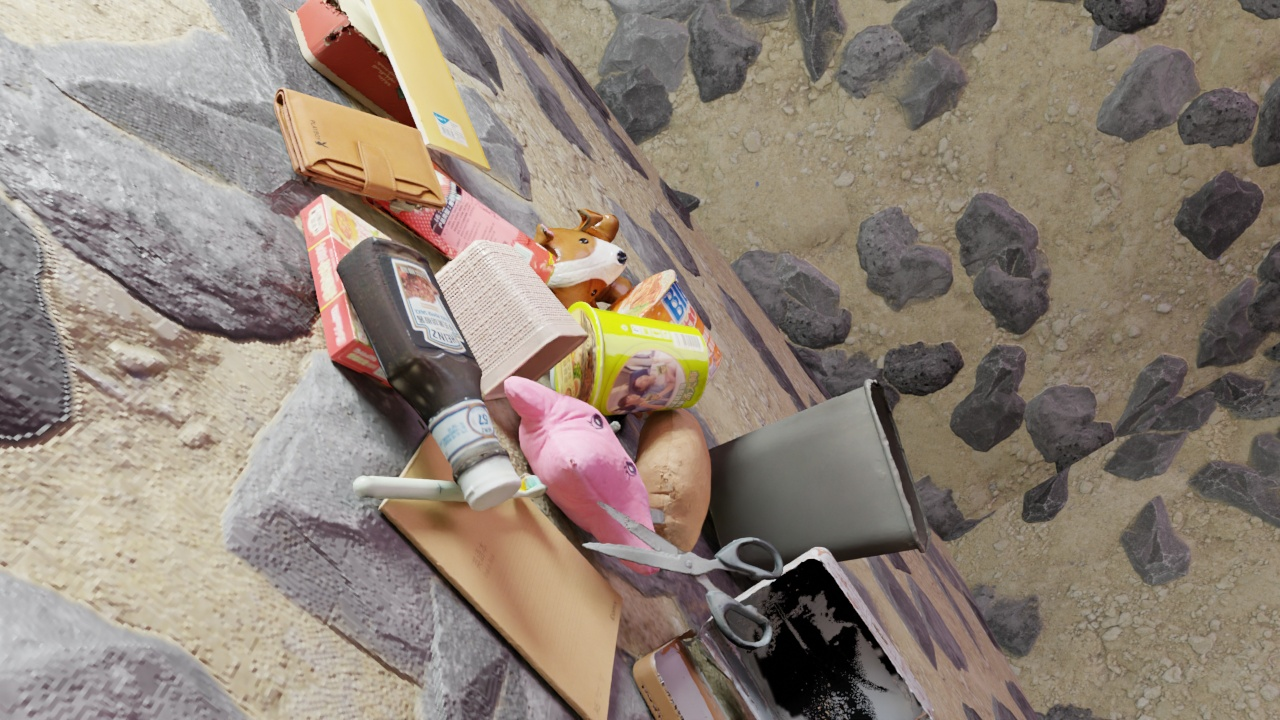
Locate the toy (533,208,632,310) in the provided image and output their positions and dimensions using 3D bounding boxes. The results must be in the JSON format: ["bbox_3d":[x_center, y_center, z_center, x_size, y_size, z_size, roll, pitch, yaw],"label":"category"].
[{"bbox_3d":[-0.069,-0.108,1.078,0.199,0.131,0.140,-23,101,-68],"label":"toy"}]

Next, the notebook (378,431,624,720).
[{"bbox_3d":[-0.086,0.142,0.641,0.211,0.012,0.149,50,15,-14],"label":"notebook"}]

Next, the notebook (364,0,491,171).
[{"bbox_3d":[-0.224,-0.300,0.947,0.206,0.010,0.145,66,14,5],"label":"notebook"}]

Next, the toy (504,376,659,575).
[{"bbox_3d":[-0.043,0.092,0.749,0.194,0.074,0.178,53,-1,5],"label":"toy"}]

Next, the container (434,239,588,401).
[{"bbox_3d":[-0.121,-0.037,0.791,0.111,0.090,0.089,53,14,8],"label":"container"}]

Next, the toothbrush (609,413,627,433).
[{"bbox_3d":[-0.019,0.059,1.042,0.015,0.018,0.181,48,13,-2],"label":"toothbrush"}]

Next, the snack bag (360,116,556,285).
[{"bbox_3d":[-0.178,-0.132,0.882,0.208,0.073,0.128,38,31,-29],"label":"snack bag"}]

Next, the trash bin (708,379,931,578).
[{"bbox_3d":[0.202,0.146,1.073,0.198,0.220,0.198,11,62,-69],"label":"trash bin"}]

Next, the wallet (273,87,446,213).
[{"bbox_3d":[-0.237,-0.176,0.781,0.131,0.031,0.107,9,45,-43],"label":"wallet"}]

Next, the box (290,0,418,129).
[{"bbox_3d":[-0.273,-0.318,0.965,0.168,0.077,0.091,33,26,-56],"label":"box"}]

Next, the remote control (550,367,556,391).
[{"bbox_3d":[-0.016,0.010,0.928,0.150,0.058,0.021,6,9,-18],"label":"remote control"}]

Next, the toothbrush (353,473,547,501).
[{"bbox_3d":[-0.121,0.084,0.606,0.189,0.029,0.020,16,81,-63],"label":"toothbrush"}]

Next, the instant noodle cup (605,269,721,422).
[{"bbox_3d":[0.011,-0.011,1.018,0.111,0.151,0.151,50,15,-15],"label":"instant noodle cup"}]

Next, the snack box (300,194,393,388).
[{"bbox_3d":[-0.203,-0.049,0.673,0.075,0.025,0.152,37,22,-51],"label":"snack box"}]

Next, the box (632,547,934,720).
[{"bbox_3d":[0.128,0.267,0.743,0.180,0.158,0.205,59,15,15],"label":"box"}]

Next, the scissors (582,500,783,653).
[{"bbox_3d":[0.042,0.156,0.701,0.165,0.014,0.163,-24,83,-35],"label":"scissors"}]

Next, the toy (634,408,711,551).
[{"bbox_3d":[0.033,0.111,0.931,0.225,0.082,0.143,-59,154,-76],"label":"toy"}]

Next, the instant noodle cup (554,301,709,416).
[{"bbox_3d":[-0.005,0.005,0.868,0.123,0.112,0.111,3,42,-26],"label":"instant noodle cup"}]

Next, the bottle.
[{"bbox_3d":[-0.136,0.008,0.610,0.194,0.044,0.079,60,17,20],"label":"bottle"}]
